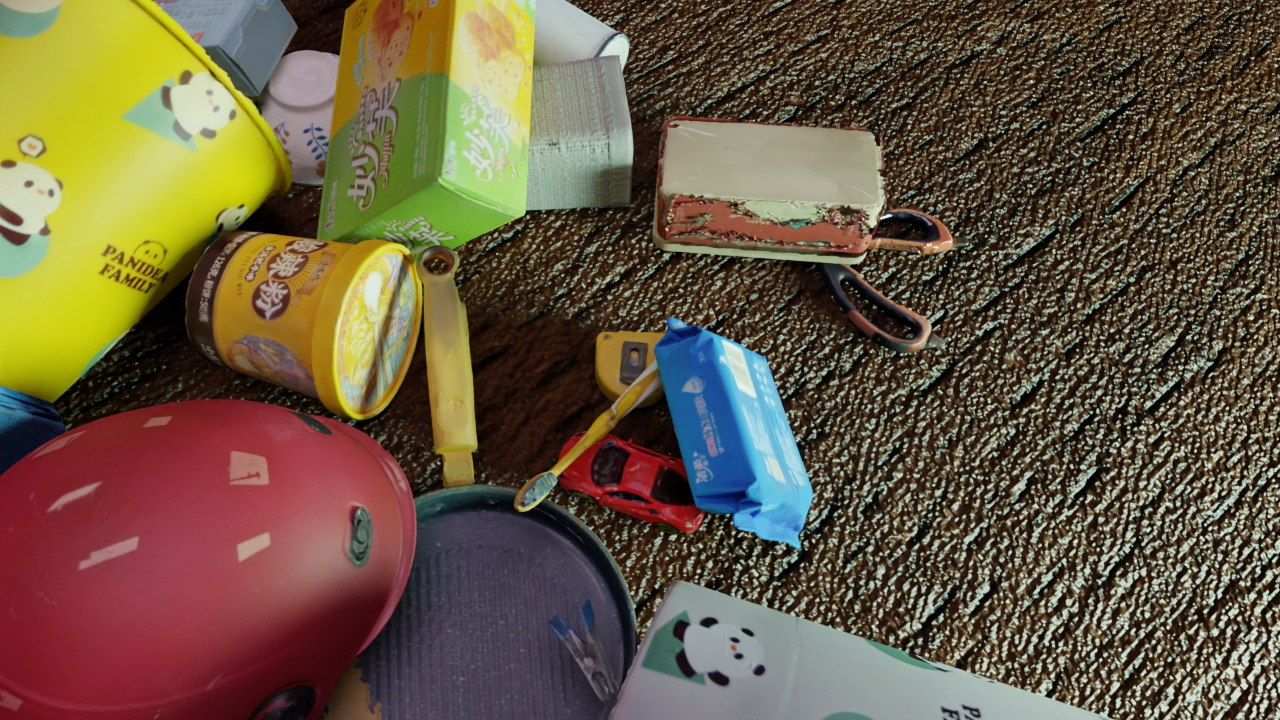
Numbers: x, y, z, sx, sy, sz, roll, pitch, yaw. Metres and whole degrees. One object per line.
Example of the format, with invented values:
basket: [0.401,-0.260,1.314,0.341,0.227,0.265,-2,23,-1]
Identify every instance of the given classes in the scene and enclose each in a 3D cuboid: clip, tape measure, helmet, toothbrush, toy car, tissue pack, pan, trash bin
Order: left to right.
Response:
trash bin: [-0.394,-0.096,0.571,0.229,0.230,0.254,30,70,9]
helmet: [-0.255,0.110,0.488,0.240,0.144,0.207,-32,66,0]
pan: [-0.112,0.096,0.573,0.197,0.078,0.356,-6,64,-9]
clip: [-0.029,0.167,0.523,0.045,0.027,0.058,-29,88,4]
toothbrush: [-0.017,0.035,0.599,0.016,0.018,0.190,51,52,-4]
toy car: [-0.005,0.080,0.619,0.106,0.031,0.049,19,62,6]
tape measure: [-0.004,0.004,0.657,0.060,0.029,0.057,2,64,-4]
tissue pack: [0.061,0.048,0.608,0.052,0.095,0.157,-29,62,25]
trash bin: [0.100,0.241,0.449,0.252,0.230,0.229,20,63,10]

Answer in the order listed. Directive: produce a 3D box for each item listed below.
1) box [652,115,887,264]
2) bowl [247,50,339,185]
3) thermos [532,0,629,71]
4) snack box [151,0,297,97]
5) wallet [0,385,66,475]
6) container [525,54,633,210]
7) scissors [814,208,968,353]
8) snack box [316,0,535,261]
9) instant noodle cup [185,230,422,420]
box: [0.096,-0.133,0.693,0.168,0.080,0.091,4,60,1]
bowl: [-0.256,-0.200,0.717,0.113,0.062,0.113,2,64,-3]
thermos: [-0.120,-0.295,0.773,0.224,0.073,0.073,33,65,9]
snack box: [-0.354,-0.240,0.699,0.175,0.052,0.074,2,59,23]
wallet: [-0.377,0.060,0.467,0.133,0.106,0.040,-38,81,-11]
container: [-0.068,-0.171,0.707,0.114,0.090,0.090,-6,64,-5]
scissors: [0.158,-0.089,0.728,0.226,0.015,0.188,-4,64,-7]
snack box: [-0.150,-0.182,0.646,0.070,0.158,0.209,18,66,-43]
instant noodle cup: [-0.222,-0.031,0.610,0.114,0.119,0.118,13,63,10]
